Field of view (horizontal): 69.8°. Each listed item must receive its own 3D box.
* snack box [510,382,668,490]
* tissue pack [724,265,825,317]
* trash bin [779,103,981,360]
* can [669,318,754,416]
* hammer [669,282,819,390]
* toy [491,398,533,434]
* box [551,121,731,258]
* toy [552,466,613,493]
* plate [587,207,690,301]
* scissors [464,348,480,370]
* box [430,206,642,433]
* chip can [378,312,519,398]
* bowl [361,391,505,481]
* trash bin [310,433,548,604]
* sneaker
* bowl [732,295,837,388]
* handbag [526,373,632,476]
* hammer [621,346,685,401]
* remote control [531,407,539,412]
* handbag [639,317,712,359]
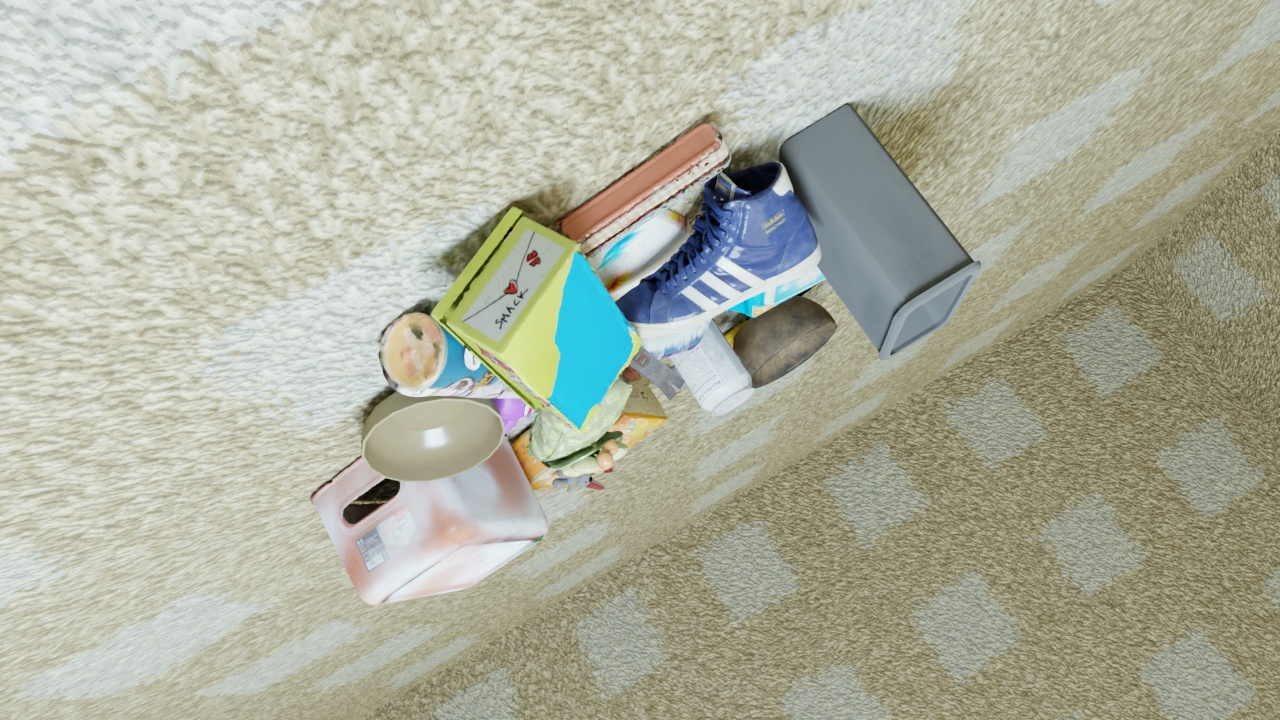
[{"bbox_3d":[-0.081,0.103,1.316,0.196,0.080,0.145,-36,160,19],"label":"snack box"},{"bbox_3d":[0.197,-0.130,1.185,0.209,0.066,0.117,-28,162,-4],"label":"tissue pack"},{"bbox_3d":[0.248,-0.133,0.997,0.097,0.219,0.192,-31,163,-1],"label":"trash bin"},{"bbox_3d":[0.088,0.001,1.230,0.078,0.136,0.078,-28,162,-10],"label":"can"},{"bbox_3d":[0.166,-0.054,1.398,0.324,0.029,0.127,-37,162,12],"label":"hammer"},{"bbox_3d":[-0.152,0.041,1.075,0.087,0.056,0.106,-8,121,-48],"label":"toy"},{"bbox_3d":[-0.002,-0.150,0.830,0.187,0.060,0.057,-34,-159,8],"label":"box"},{"bbox_3d":[-0.083,0.165,1.294,0.111,0.030,0.049,8,110,-56],"label":"toy"},{"bbox_3d":[-0.038,-0.094,0.965,0.187,0.016,0.186,-38,161,20],"label":"plate"},{"bbox_3d":[-0.128,-0.044,0.857,0.129,0.011,0.125,-63,161,-16],"label":"scissors"},{"bbox_3d":[-0.084,-0.026,0.842,0.124,0.082,0.221,-56,157,-9],"label":"box"},{"bbox_3d":[-0.159,0.001,0.927,0.080,0.079,0.229,-38,161,20],"label":"chip can"},{"bbox_3d":[-0.227,0.069,0.993,0.152,0.050,0.153,-14,144,-10],"label":"bowl"},{"bbox_3d":[-0.253,0.198,1.166,0.182,0.157,0.259,-35,163,11],"label":"trash bin"},{"bbox_3d":[0.059,-0.115,0.920,0.233,0.091,0.118,-19,128,6],"label":"sneaker"},{"bbox_3d":[0.205,-0.033,1.359,0.162,0.070,0.162,-30,162,-11],"label":"bowl"},{"bbox_3d":[-0.066,0.083,1.127,0.113,0.117,0.187,-30,168,-26],"label":"handbag"},{"bbox_3d":[-0.007,0.007,1.124,0.028,0.111,0.301,-53,180,-4],"label":"hammer"},{"bbox_3d":[-0.121,0.035,1.154,0.114,0.028,0.060,-31,165,-11],"label":"remote control"},{"bbox_3d":[0.055,-0.084,1.090,0.144,0.068,0.170,-16,150,-38],"label":"handbag"}]
